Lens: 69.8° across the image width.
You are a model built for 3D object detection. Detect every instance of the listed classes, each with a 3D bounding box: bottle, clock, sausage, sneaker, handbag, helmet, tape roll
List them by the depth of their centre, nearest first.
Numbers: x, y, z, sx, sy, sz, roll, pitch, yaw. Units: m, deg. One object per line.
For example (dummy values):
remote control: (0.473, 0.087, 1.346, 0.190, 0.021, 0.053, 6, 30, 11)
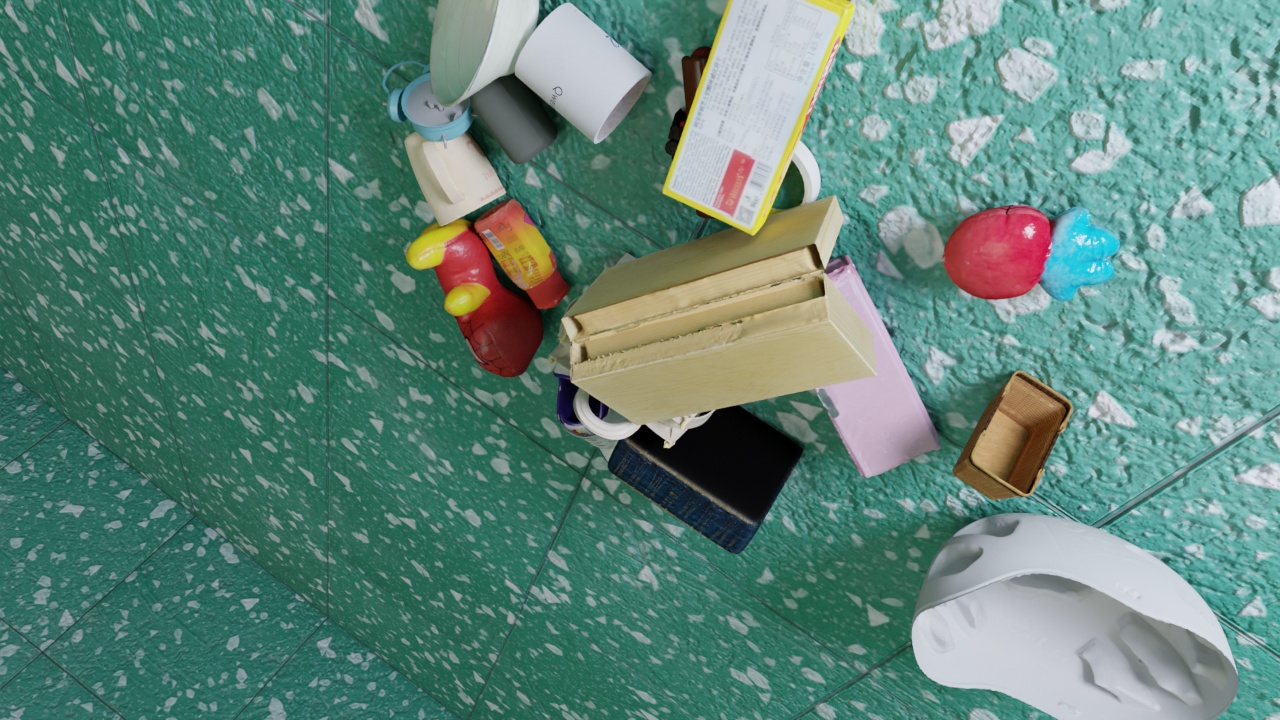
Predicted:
sausage: (0.064, -0.203, 0.831, 0.040, 0.040, 0.156, 10, 120, 33)
tape roll: (0.121, -0.170, 0.855, 0.094, 0.019, 0.094, 23, 140, 21)
helmet: (0.423, 0.262, 0.901, 0.283, 0.183, 0.224, 21, 145, 33)
bottle: (-0.137, -0.261, 0.946, 0.060, 0.060, 0.108, -16, 117, 47)
clock: (-0.226, -0.281, 0.976, 0.123, 0.087, 0.042, 42, 164, 19)
handbag: (-0.006, 0.006, 0.991, 0.194, 0.197, 0.102, 36, 143, 5)
bottle: (-0.137, -0.123, 1.094, 0.072, 0.048, 0.134, -13, 118, 44)
sneaker: (-0.050, 0.071, 1.164, 0.092, 0.110, 0.244, 12, 135, 31)

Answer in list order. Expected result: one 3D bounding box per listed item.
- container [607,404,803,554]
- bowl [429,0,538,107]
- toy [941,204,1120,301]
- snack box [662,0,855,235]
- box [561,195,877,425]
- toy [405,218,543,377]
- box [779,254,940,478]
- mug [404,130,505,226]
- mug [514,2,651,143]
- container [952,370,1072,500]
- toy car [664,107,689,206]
container: (0.077, 0.113, 1.074, 0.187, 0.144, 0.071, 33, 138, 9)
bowl: (-0.139, -0.318, 0.857, 0.057, 0.176, 0.177, 7, 156, -32)
toy: (0.315, -0.088, 0.748, 0.133, 0.062, 0.092, 3, 144, 16)
snack box: (0.094, -0.214, 0.763, 0.092, 0.042, 0.201, 26, 123, 9)
box: (0.065, -0.041, 0.831, 0.249, 0.141, 0.179, -15, 80, 27)
toy: (-0.197, -0.075, 1.139, 0.099, 0.147, 0.216, -28, 109, 14)
box: (0.218, 0.002, 0.936, 0.099, 0.080, 0.232, -28, 112, 14)
mug: (-0.214, -0.213, 1.025, 0.085, 0.111, 0.104, -26, 103, 5)
mug: (-0.055, -0.264, 0.871, 0.096, 0.083, 0.120, 41, 171, -1)
container: (0.340, 0.075, 0.851, 0.063, 0.113, 0.061, 34, 155, 7)
toy car: (0.047, -0.193, 0.878, 0.036, 0.042, 0.092, -4, 129, 14)
